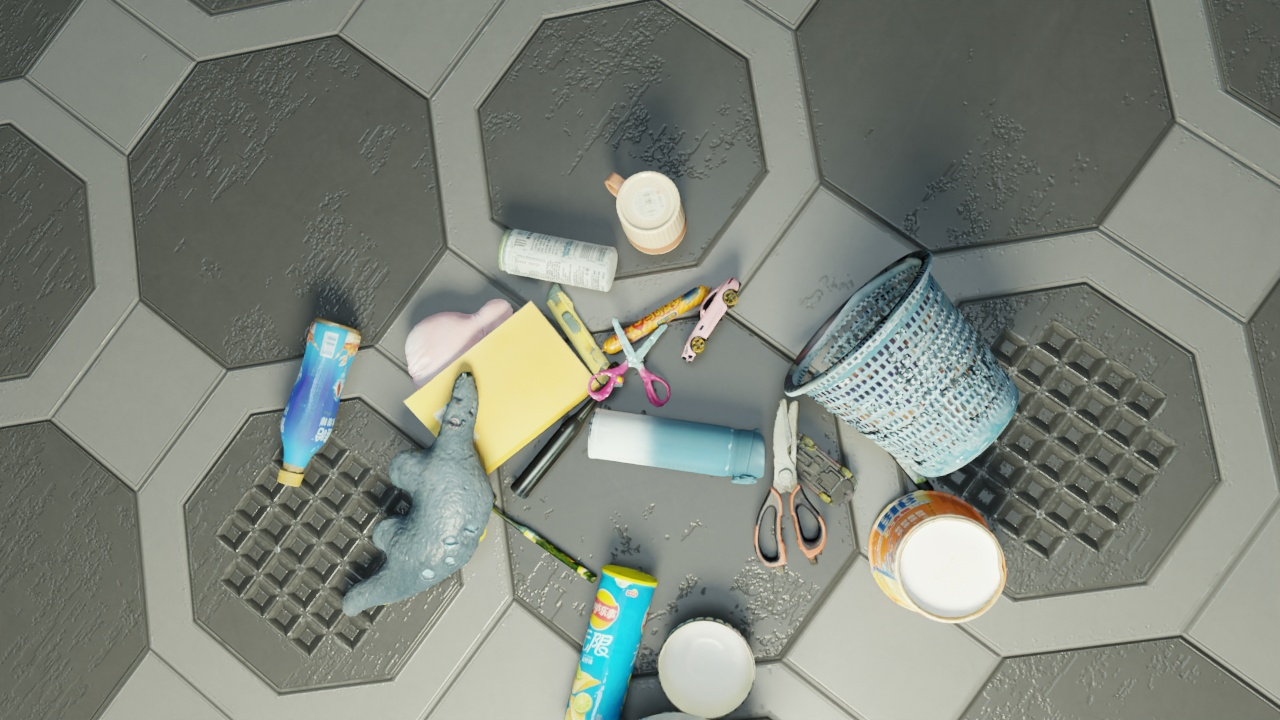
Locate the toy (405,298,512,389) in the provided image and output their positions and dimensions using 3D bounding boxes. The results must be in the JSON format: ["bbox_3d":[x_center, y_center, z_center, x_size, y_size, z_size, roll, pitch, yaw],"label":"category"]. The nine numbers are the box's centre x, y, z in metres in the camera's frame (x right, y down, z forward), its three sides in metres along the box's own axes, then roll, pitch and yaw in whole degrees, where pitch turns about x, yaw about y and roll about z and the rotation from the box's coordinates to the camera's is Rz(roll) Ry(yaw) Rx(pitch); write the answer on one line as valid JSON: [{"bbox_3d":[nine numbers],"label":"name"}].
[{"bbox_3d":[-0.225,-0.012,1.187,0.159,0.054,0.121,-23,91,5],"label":"toy"}]

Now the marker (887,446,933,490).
[{"bbox_3d":[0.320,0.116,1.137,0.018,0.015,0.124,-39,85,0],"label":"marker"}]

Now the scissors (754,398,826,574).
[{"bbox_3d":[0.189,0.154,1.112,0.193,0.015,0.207,37,103,-6],"label":"scissors"}]

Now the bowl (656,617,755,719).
[{"bbox_3d":[0.080,0.367,1.112,0.116,0.066,0.116,0,86,6],"label":"bowl"}]

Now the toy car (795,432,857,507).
[{"bbox_3d":[0.219,0.136,1.136,0.106,0.031,0.049,39,91,3],"label":"toy car"}]

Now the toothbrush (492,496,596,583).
[{"bbox_3d":[-0.132,0.225,1.176,0.186,0.012,0.017,34,78,8],"label":"toothbrush"}]

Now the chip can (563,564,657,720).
[{"bbox_3d":[-0.039,0.362,1.122,0.071,0.071,0.210,14,86,7],"label":"chip can"}]

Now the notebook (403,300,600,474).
[{"bbox_3d":[-0.175,0.041,1.172,0.206,0.010,0.146,-39,105,2],"label":"notebook"}]

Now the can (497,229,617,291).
[{"bbox_3d":[-0.106,-0.130,1.183,0.147,0.058,0.058,11,86,7],"label":"can"}]

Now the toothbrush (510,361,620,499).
[{"bbox_3d":[-0.092,0.087,1.174,0.027,0.026,0.212,38,92,-24],"label":"toothbrush"}]

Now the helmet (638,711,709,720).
[{"bbox_3d":[0.036,0.511,1.058,0.229,0.145,0.259,21,98,2],"label":"helmet"}]

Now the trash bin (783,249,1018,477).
[{"bbox_3d":[0.312,0.020,1.061,0.195,0.226,0.226,44,90,-4],"label":"trash bin"}]

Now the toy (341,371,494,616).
[{"bbox_3d":[-0.259,0.189,1.150,0.138,0.091,0.356,27,98,13],"label":"toy"}]

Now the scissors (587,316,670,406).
[{"bbox_3d":[-0.006,0.008,1.164,0.135,0.017,0.133,44,82,-13],"label":"scissors"}]

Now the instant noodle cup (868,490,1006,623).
[{"bbox_3d":[0.349,0.232,1.068,0.151,0.111,0.151,0,89,6],"label":"instant noodle cup"}]

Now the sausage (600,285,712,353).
[{"bbox_3d":[0.020,-0.053,1.180,0.165,0.021,0.021,-31,82,2],"label":"sausage"}]

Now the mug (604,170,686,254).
[{"bbox_3d":[0.003,-0.195,1.153,0.114,0.106,0.081,41,90,8],"label":"mug"}]

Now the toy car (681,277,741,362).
[{"bbox_3d":[0.086,-0.053,1.156,0.037,0.056,0.122,34,89,4],"label":"toy car"}]

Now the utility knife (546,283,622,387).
[{"bbox_3d":[-0.075,-0.029,1.195,0.031,0.018,0.162,-36,87,6],"label":"utility knife"}]

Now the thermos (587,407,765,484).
[{"bbox_3d":[0.046,0.106,1.141,0.220,0.070,0.070,8,85,7],"label":"thermos"}]

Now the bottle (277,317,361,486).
[{"bbox_3d":[-0.426,0.056,1.198,0.065,0.065,0.218,16,87,7],"label":"bottle"}]
